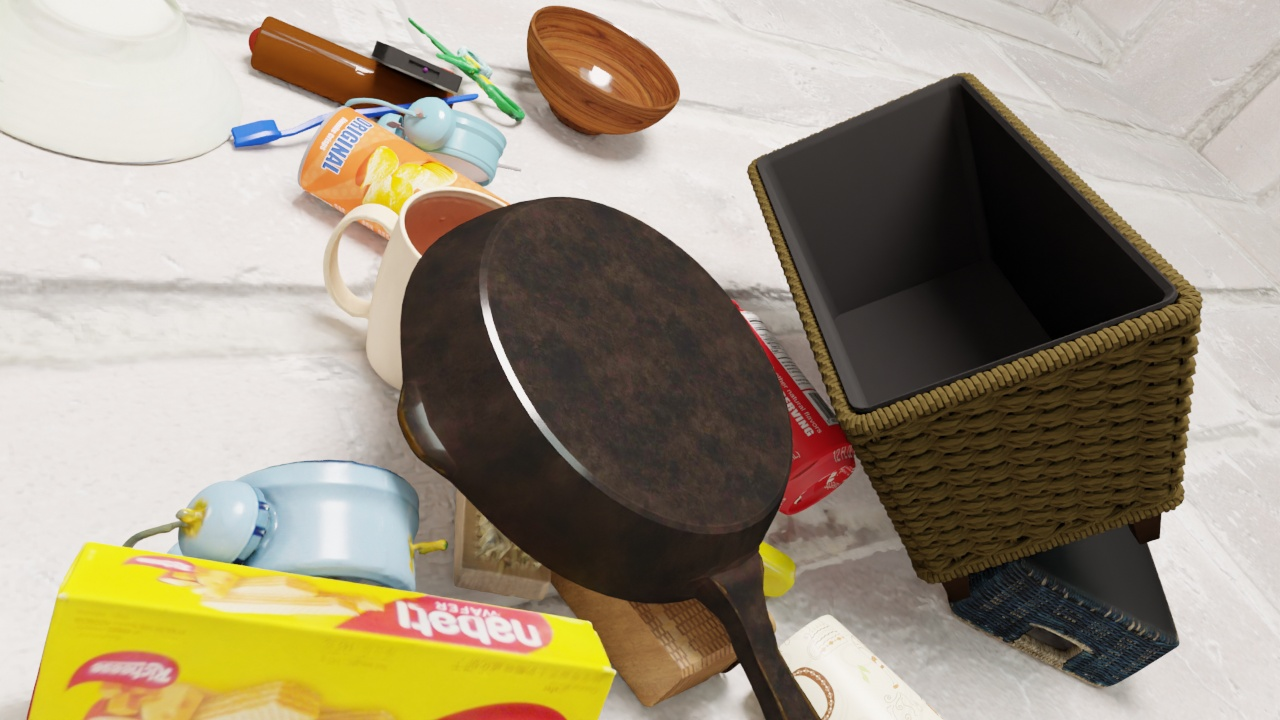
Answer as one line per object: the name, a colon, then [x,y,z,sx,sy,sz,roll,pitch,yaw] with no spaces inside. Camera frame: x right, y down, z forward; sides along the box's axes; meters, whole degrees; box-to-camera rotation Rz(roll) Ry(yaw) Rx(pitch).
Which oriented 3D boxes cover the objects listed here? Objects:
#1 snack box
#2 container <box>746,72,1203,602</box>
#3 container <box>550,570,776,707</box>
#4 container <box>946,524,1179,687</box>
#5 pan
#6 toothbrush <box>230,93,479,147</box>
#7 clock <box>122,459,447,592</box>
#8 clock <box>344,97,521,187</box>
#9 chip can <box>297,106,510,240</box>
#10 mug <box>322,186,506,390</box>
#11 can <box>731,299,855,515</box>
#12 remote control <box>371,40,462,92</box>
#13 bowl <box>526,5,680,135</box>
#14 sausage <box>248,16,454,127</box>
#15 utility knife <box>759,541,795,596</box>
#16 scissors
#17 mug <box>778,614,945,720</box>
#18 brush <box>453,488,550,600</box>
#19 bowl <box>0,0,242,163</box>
snack box: [-0.117,0.135,0.351,0.200,0.092,0.042,16,11,-23]
container: [0.210,-0.017,0.619,0.320,0.176,0.205,-96,161,-53]
container: [0.006,0.124,0.487,0.061,0.063,0.114,-25,67,-40]
container: [0.303,0.127,0.691,0.145,0.071,0.187,27,38,-10]
pan: [0.024,0.060,0.448,0.248,0.043,0.356,-11,66,-50]
toothbrush: [-0.198,-0.178,0.658,0.186,0.017,0.011,-23,94,-34]
clock: [-0.151,0.083,0.390,0.124,0.089,0.051,11,50,-31]
clock: [-0.150,-0.159,0.650,0.123,0.088,0.042,19,77,-41]
chip can: [-0.118,-0.087,0.613,0.210,0.062,0.062,31,38,-6]
mug: [-0.126,-0.040,0.525,0.111,0.105,0.085,26,38,-9]
can: [0.080,0.031,0.625,0.074,0.075,0.142,-10,56,-42]
remote control: [-0.175,-0.228,0.710,0.058,0.013,0.133,18,12,-25]
bowl: [-0.044,-0.249,0.834,0.147,0.069,0.147,21,39,-18]
sausage: [-0.216,-0.212,0.694,0.155,0.040,0.040,19,41,-20]
utility knife: [0.018,0.092,0.553,0.171,0.029,0.020,31,34,-6]
scissors: [-0.148,-0.251,0.775,0.128,0.012,0.119,36,18,-38]
mug: [0.121,0.194,0.499,0.097,0.081,0.121,49,18,28]
brush: [-0.072,0.070,0.501,0.049,0.039,0.117,16,41,-21]
bowl: [-0.339,-0.203,0.577,0.176,0.058,0.176,20,41,-18]
